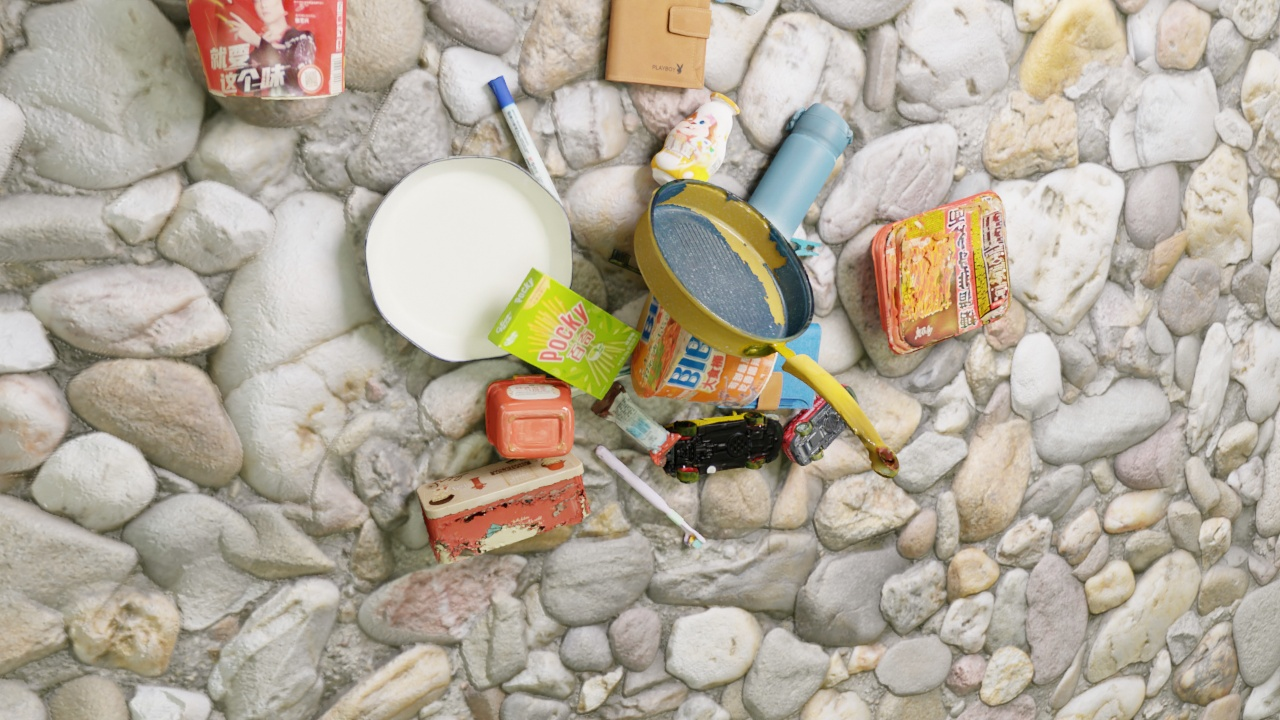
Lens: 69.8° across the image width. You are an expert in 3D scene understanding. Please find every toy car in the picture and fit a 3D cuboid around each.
[{"bbox_3d":[0.093,0.098,1.075,0.155,0.041,0.071,-7,107,-15],"label":"toy car"},{"bbox_3d":[0.217,0.076,1.118,0.120,0.045,0.053,-38,119,-22],"label":"toy car"}]

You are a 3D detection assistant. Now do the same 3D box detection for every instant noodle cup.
[{"bbox_3d":[0.350,-0.107,1.103,0.188,0.079,0.164,-19,111,-18],"label":"instant noodle cup"},{"bbox_3d":[-0.305,-0.276,0.757,0.137,0.138,0.109,-7,113,-21],"label":"instant noodle cup"},{"bbox_3d":[0.069,-0.020,0.964,0.111,0.151,0.151,15,98,-19],"label":"instant noodle cup"}]

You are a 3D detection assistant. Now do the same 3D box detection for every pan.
[{"bbox_3d":[0.123,-0.034,0.854,0.197,0.357,0.078,-4,150,-41],"label":"pan"}]

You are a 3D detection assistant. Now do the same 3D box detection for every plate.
[{"bbox_3d":[-0.169,-0.101,0.908,0.204,0.045,0.205,-7,108,-21],"label":"plate"}]

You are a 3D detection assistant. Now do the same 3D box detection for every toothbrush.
[{"bbox_3d":[0.047,-0.085,1.021,0.185,0.012,0.017,19,86,-26],"label":"toothbrush"},{"bbox_3d":[0.010,0.161,1.072,0.189,0.029,0.021,46,44,-25],"label":"toothbrush"},{"bbox_3d":[-0.006,0.006,1.024,0.191,0.018,0.016,-20,112,-14],"label":"toothbrush"}]

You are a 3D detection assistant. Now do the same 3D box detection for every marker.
[{"bbox_3d":[-0.112,-0.212,0.915,0.017,0.017,0.146,-30,114,-12],"label":"marker"}]

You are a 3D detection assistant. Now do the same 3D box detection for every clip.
[{"bbox_3d":[0.102,-0.380,0.959,0.056,0.028,0.024,14,97,-16],"label":"clip"},{"bbox_3d":[0.184,-0.132,1.063,0.056,0.014,0.041,1,105,-23],"label":"clip"}]

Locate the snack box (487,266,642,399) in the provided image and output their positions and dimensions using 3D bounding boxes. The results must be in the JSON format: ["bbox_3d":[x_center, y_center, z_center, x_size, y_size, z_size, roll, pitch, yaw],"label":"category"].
[{"bbox_3d":[-0.074,-0.024,0.938,0.156,0.026,0.086,31,93,-44],"label":"snack box"}]

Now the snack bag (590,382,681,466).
[{"bbox_3d":[-0.003,0.071,1.023,0.105,0.026,0.045,40,95,-3],"label":"snack bag"}]

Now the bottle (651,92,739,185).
[{"bbox_3d":[0.060,-0.225,0.957,0.063,0.063,0.108,33,90,-27],"label":"bottle"}]

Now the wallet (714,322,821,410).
[{"bbox_3d":[0.148,0.006,1.076,0.133,0.040,0.106,2,100,-22],"label":"wallet"}]

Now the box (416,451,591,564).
[{"bbox_3d":[-0.142,0.157,0.967,0.168,0.091,0.079,-16,107,-18],"label":"box"}]

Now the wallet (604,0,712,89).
[{"bbox_3d":[0.020,-0.345,0.926,0.107,0.031,0.132,0,106,-21],"label":"wallet"}]

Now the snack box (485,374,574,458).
[{"bbox_3d":[-0.113,0.060,0.952,0.091,0.080,0.082,-2,105,-13],"label":"snack box"}]

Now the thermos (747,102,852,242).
[{"bbox_3d":[0.154,-0.177,1.012,0.070,0.070,0.220,30,91,-27],"label":"thermos"}]
